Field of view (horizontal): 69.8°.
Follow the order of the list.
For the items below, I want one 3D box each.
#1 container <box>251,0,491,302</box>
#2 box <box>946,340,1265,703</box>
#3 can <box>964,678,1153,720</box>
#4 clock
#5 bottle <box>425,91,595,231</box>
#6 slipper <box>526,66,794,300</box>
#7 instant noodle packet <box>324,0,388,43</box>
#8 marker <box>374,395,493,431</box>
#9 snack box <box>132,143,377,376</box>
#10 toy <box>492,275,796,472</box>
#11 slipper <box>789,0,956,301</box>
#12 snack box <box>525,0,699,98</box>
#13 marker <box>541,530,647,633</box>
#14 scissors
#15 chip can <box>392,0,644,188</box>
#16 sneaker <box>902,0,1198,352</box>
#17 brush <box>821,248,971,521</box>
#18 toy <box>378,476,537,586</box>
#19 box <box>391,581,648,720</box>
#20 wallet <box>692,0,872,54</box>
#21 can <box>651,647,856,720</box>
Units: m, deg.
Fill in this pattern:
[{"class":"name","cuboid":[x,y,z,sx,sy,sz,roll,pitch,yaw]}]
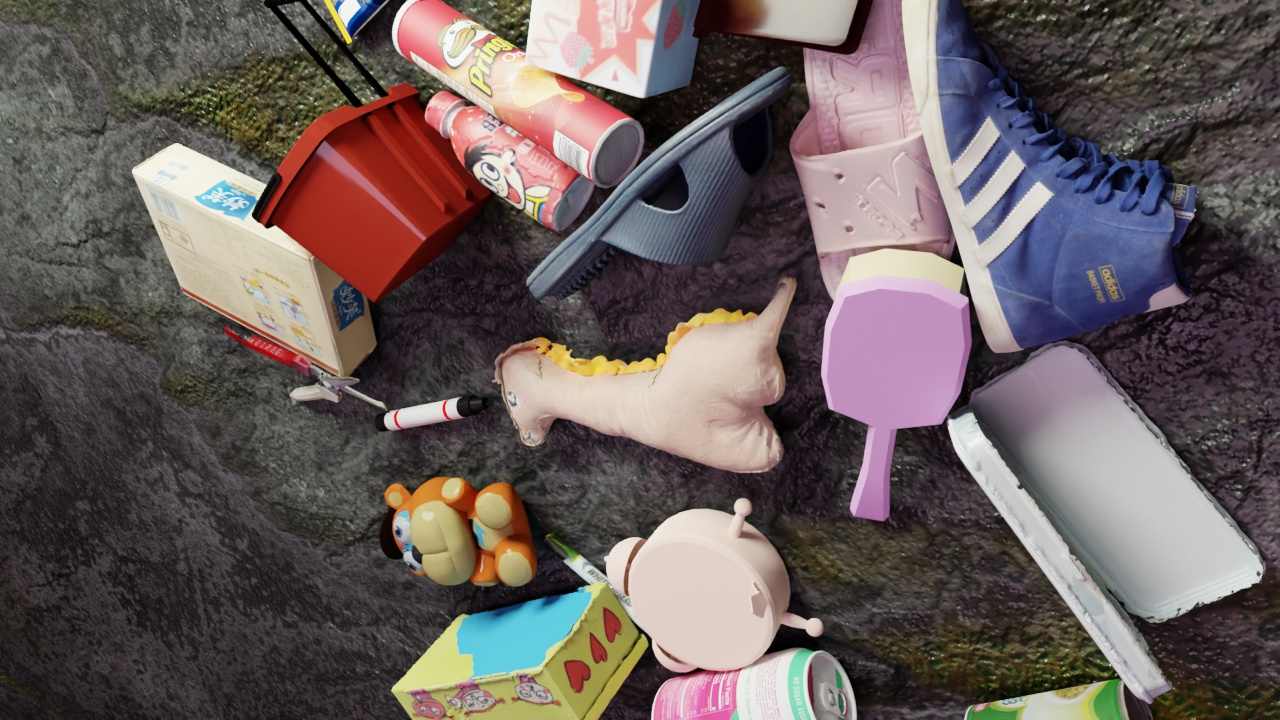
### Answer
[{"class":"container","cuboid":[-0.231,-0.162,0.717,0.201,0.147,0.127,45,123,-7]},{"class":"box","cuboid":[0.285,0.104,0.585,0.211,0.105,0.130,48,121,1]},{"class":"can","cuboid":[0.306,0.277,0.671,0.121,0.067,0.067,-27,97,34]},{"class":"clock","cuboid":[0.051,0.198,0.768,0.161,0.086,0.131,-26,98,40]},{"class":"bottle","cuboid":[-0.103,-0.159,0.702,0.137,0.061,0.062,34,123,11]},{"class":"slipper","cuboid":[0.022,-0.101,0.647,0.082,0.101,0.264,49,131,-8]},{"class":"instant noodle packet","cuboid":[-0.207,-0.320,0.708,0.135,0.026,0.087,-25,95,33]},{"class":"marker","cuboid":[-0.194,0.049,0.865,0.146,0.019,0.019,-11,105,31]},{"class":"snack box","cuboid":[-0.345,-0.089,0.835,0.207,0.055,0.154,25,141,16]},{"class":"toy","cuboid":[-0.004,0.004,0.728,0.265,0.065,0.196,17,110,28]},{"class":"slipper","cuboid":[0.145,-0.137,0.579,0.094,0.064,0.239,-1,109,28]},{"class":"snack box","cuboid":[-0.014,-0.235,0.610,0.095,0.079,0.093,22,120,18]},{"class":"marker","cuboid":[-0.032,0.210,0.852,0.146,0.017,0.017,38,123,8]},{"class":"scissors","cuboid":[-0.318,0.016,0.875,0.196,0.015,0.180,32,153,1]},{"class":"chip can","cuboid":[-0.091,-0.195,0.655,0.215,0.051,0.052,37,124,25]},{"class":"sneaker","cuboid":[0.238,-0.119,0.520,0.119,0.091,0.233,-9,107,35]},{"class":"brush","cuboid":[0.171,0.025,0.636,0.089,0.043,0.229,8,134,14]},{"class":"toy","cuboid":[-0.174,0.161,0.867,0.176,0.096,0.112,-4,110,41]},{"class":"box","cuboid":[-0.114,0.289,0.856,0.222,0.124,0.083,-21,105,35]},{"class":"wallet","cuboid":[0.091,-0.239,0.565,0.116,0.018,0.091,23,103,34]},{"class":"can","cuboid":[0.093,0.302,0.782,0.166,0.088,0.088,-28,97,34]}]
